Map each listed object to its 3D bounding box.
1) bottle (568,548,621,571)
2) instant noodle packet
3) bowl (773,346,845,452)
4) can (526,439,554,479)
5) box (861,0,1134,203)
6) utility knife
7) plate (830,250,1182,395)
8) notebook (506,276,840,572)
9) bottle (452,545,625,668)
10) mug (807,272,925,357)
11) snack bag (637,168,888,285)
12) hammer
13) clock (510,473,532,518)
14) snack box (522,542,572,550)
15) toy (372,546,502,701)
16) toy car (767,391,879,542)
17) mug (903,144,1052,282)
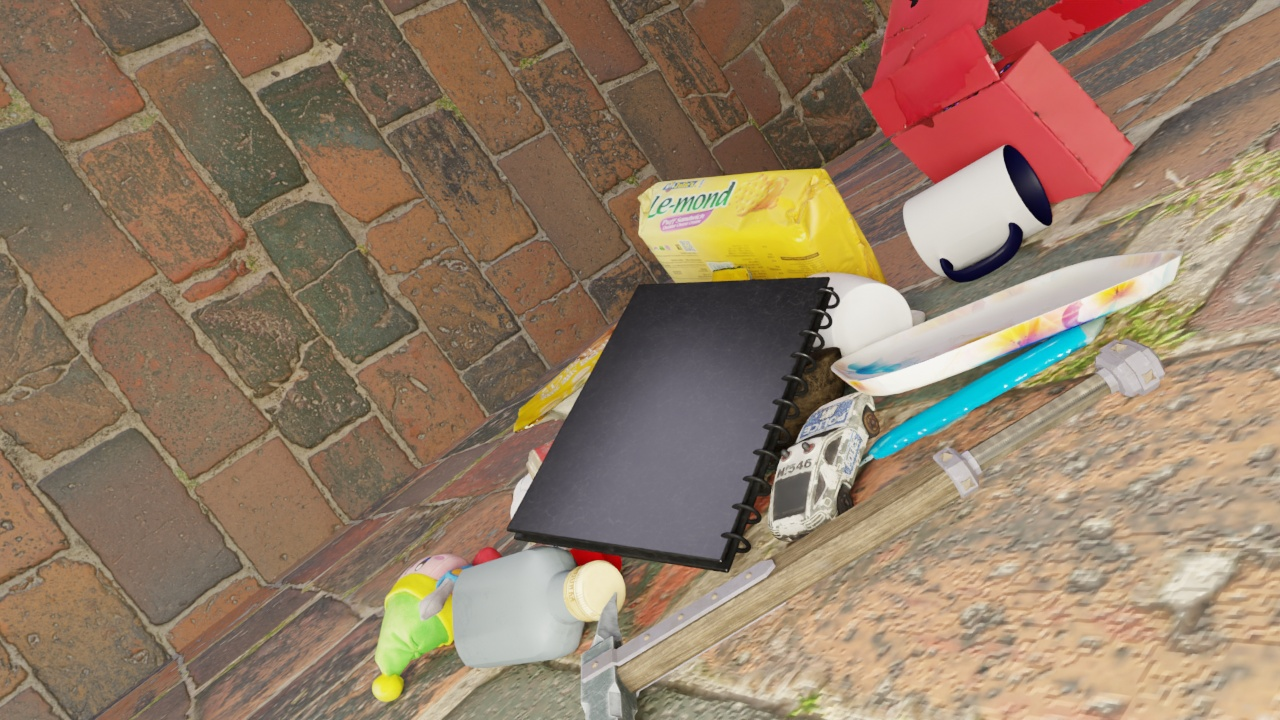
[{"bbox_3d":[-0.070,0.170,0.686,0.119,0.036,0.036,-34,7,18],"label":"bottle"},{"bbox_3d":[-0.005,0.005,0.785,0.221,0.084,0.163,-26,8,-3],"label":"instant noodle packet"},{"bbox_3d":[0.098,0.038,0.679,0.121,0.056,0.121,-21,2,1],"label":"bowl"},{"bbox_3d":[-0.017,0.078,0.835,0.170,0.067,0.067,-26,5,-12],"label":"can"},{"bbox_3d":[0.294,-0.277,0.851,0.124,0.315,0.211,-25,5,-9],"label":"box"},{"bbox_3d":[0.175,0.032,0.538,0.210,0.015,0.031,-33,4,22],"label":"utility knife"},{"bbox_3d":[0.210,-0.020,0.552,0.187,0.016,0.187,-23,1,7],"label":"plate"},{"bbox_3d":[0.028,0.030,0.620,0.169,0.019,0.230,1,48,33],"label":"notebook"},{"bbox_3d":[-0.069,0.161,0.605,0.046,0.072,0.162,8,-23,-36],"label":"bottle"},{"bbox_3d":[0.182,-0.031,0.741,0.114,0.081,0.088,-5,7,-13],"label":"mug"},{"bbox_3d":[0.111,-0.098,0.867,0.248,0.159,0.068,7,52,48],"label":"snack bag"},{"bbox_3d":[0.105,0.081,0.448,0.317,0.028,0.147,-33,15,6],"label":"hammer"},{"bbox_3d":[-0.063,0.108,0.925,0.161,0.073,0.125,-35,7,-2],"label":"clock"},{"bbox_3d":[-0.047,0.149,0.766,0.150,0.026,0.081,-31,9,26],"label":"snack box"},{"bbox_3d":[-0.174,0.217,0.778,0.124,0.097,0.131,-22,-5,40],"label":"toy"},{"bbox_3d":[0.105,0.057,0.541,0.049,0.040,0.112,-27,23,45],"label":"toy car"},{"bbox_3d":[0.291,-0.117,0.793,0.097,0.078,0.111,-29,37,40],"label":"mug"}]
